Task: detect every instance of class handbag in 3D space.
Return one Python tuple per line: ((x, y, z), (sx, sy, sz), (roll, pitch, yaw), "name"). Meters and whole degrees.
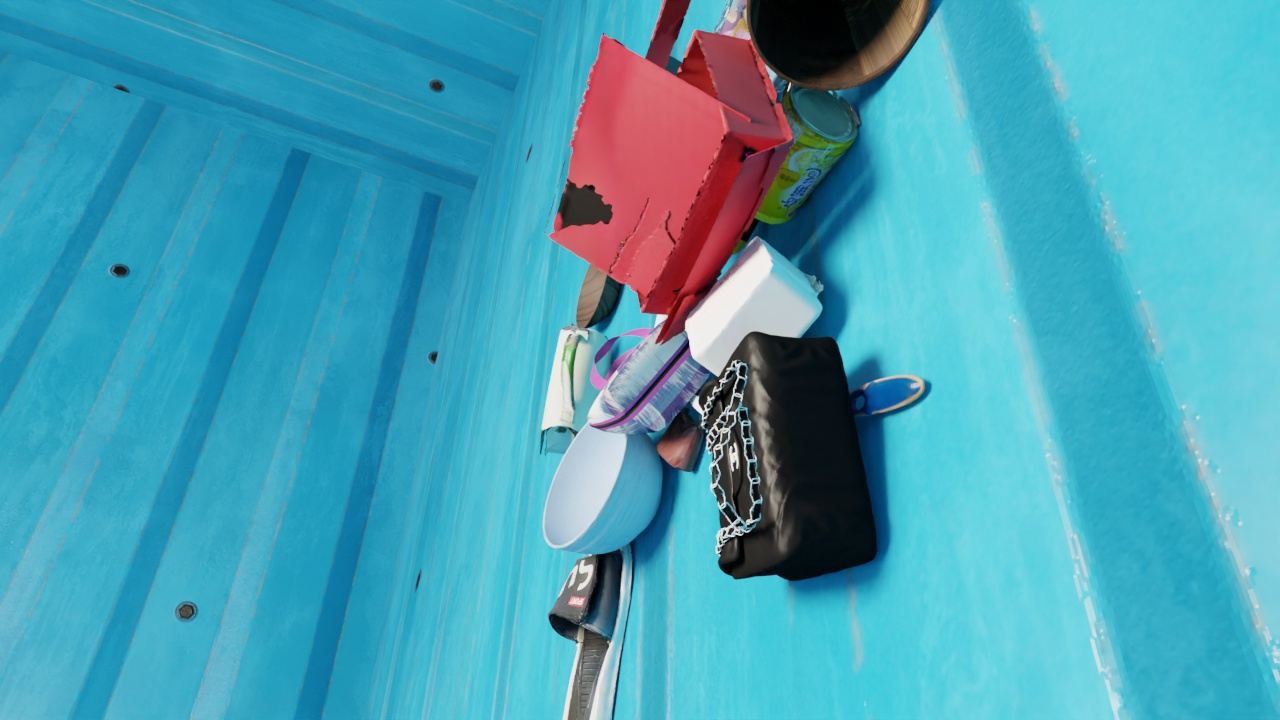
((0.073, 0.070, 0.607), (0.125, 0.114, 0.153), (126, 139, -59), "handbag")
((-0.005, 0.005, 0.889), (0.144, 0.068, 0.170), (-49, 17, -6), "handbag")
((-0.077, 0.029, 1.133), (0.176, 0.074, 0.151), (100, 178, -61), "handbag")
((0.055, 0.041, 0.852), (0.120, 0.029, 0.055), (-66, 24, 7), "handbag")

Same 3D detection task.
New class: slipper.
((-0.060, 0.276, 0.924), (0.111, 0.063, 0.263), (141, 140, -60), "slipper")

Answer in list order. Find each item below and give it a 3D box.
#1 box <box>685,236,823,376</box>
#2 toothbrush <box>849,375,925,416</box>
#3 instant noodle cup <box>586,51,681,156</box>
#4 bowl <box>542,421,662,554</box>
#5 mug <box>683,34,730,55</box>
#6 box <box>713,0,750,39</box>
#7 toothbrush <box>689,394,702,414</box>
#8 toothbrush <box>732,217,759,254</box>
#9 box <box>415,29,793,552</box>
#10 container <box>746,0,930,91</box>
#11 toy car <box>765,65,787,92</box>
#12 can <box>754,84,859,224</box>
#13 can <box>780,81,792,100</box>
((0.104, -0.025, 0.714), (0.102, 0.102, 0.107), (-49, 15, 15), "box")
((0.142, 0.030, 0.611), (0.135, 0.017, 0.021), (149, 117, -64), "toothbrush")
((0.019, -0.291, 1.102), (0.121, 0.123, 0.123), (-53, 26, 31), "instant noodle cup")
((-0.027, 0.129, 0.910), (0.151, 0.074, 0.150), (-48, 25, 31), "bowl")
((0.078, -0.252, 0.899), (0.078, 0.078, 0.121), (140, 128, -59), "mug")
((0.115, -0.343, 0.936), (0.084, 0.063, 0.231), (-100, 32, -53), "box")
((0.078, 0.060, 0.752), (0.015, 0.016, 0.186), (-60, 23, 5), "toothbrush")
((0.121, -0.190, 0.847), (0.197, 0.031, 0.031), (-67, 22, 8), "toothbrush")
((-0.006, -0.060, 0.673), (0.423, 0.128, 0.213), (-61, -2, -41), "box")
((0.148, -0.314, 0.729), (0.167, 0.132, 0.132), (-85, 21, -48), "container")
((0.147, -0.302, 0.864), (0.108, 0.027, 0.060), (-65, 20, 12), "toy car")
((0.124, -0.169, 0.756), (0.105, 0.067, 0.067), (128, 152, -48), "can")
((0.149, -0.253, 0.810), (0.031, 0.031, 0.080), (-137, 64, -70), "can")
